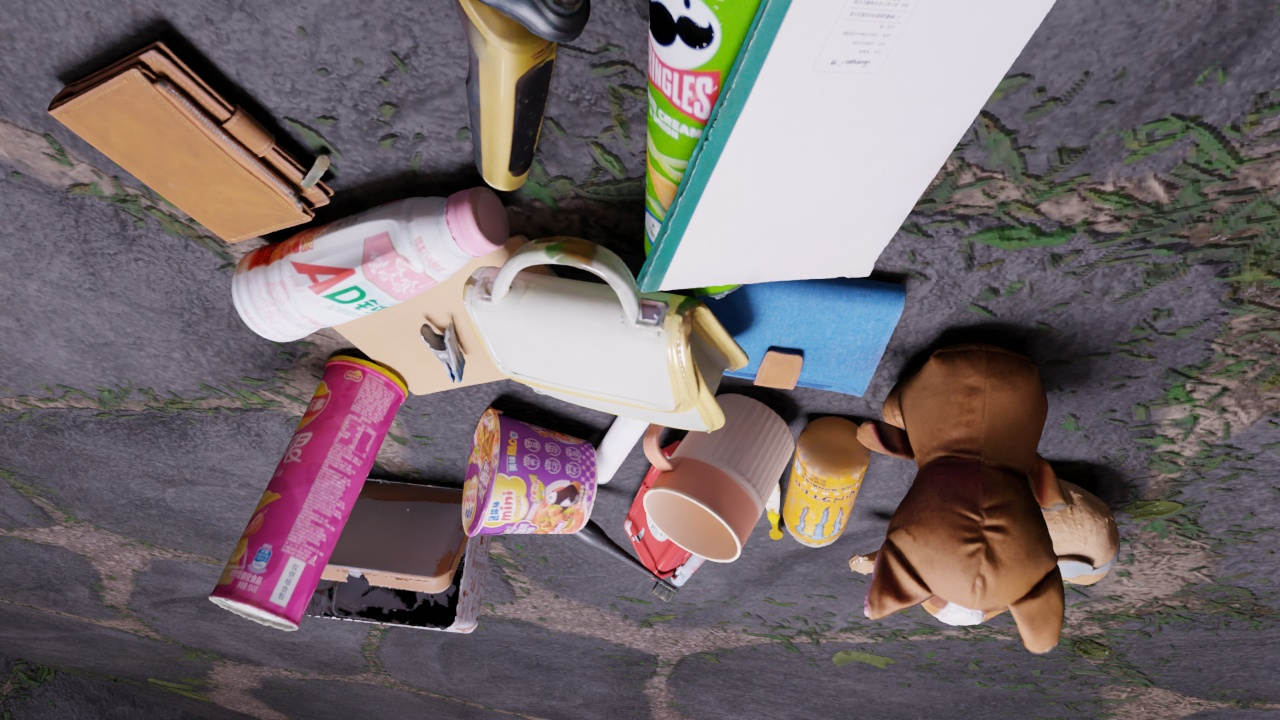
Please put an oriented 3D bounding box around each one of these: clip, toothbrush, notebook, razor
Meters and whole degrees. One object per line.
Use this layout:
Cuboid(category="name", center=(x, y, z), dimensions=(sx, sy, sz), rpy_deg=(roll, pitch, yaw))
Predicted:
Cuboid(category="clip", center=(-0.149, -0.007, 0.699), dimensions=(0.028, 0.024, 0.057), rpy_deg=(-4, 142, 13))
Cuboid(category="toothbrush", center=(-0.054, 0.165, 0.885), dimensions=(0.212, 0.027, 0.026), rpy_deg=(35, 172, 1))
Cuboid(category="notebook", center=(0.095, -0.107, 0.425), dimensions=(0.150, 0.012, 0.210), rpy_deg=(-7, 147, -26))
Cuboid(category="toothbrush", center=(-0.007, 0.050, 0.765), dimensions=(0.026, 0.026, 0.222), rpy_deg=(-7, 154, -23))
Cuboid(category="razor", center=(-0.062, -0.143, 0.457), dimensions=(0.067, 0.062, 0.168), rpy_deg=(39, 153, 9))
Cuboid(category="toothbrush", center=(0.123, 0.135, 0.851), dimensions=(0.016, 0.018, 0.191), rpy_deg=(-5, 153, 8))
Cuboid(category="notebook", center=(-0.135, -0.027, 0.695), dimensions=(0.208, 0.008, 0.148), rpy_deg=(-10, 143, 27))

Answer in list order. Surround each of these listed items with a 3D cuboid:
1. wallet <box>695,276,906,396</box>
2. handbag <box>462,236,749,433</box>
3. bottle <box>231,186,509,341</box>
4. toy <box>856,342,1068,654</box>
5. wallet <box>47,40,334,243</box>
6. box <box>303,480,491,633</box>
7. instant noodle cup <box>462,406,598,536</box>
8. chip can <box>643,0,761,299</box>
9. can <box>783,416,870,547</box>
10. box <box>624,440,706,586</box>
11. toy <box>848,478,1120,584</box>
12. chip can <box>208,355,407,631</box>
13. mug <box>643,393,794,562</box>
Cuboid(category="wallet", center=(0.100, -0.021, 0.621), dimensions=(0.133, 0.040, 0.107), rpy_deg=(9, 143, 1))
Cuboid(category="handbag", center=(-0.034, -0.019, 0.559), dimensions=(0.163, 0.063, 0.179), rpy_deg=(11, 160, 28))
Cuboid(category="bottle", center=(-0.175, -0.065, 0.596), dimensions=(0.197, 0.068, 0.068), rpy_deg=(-14, 141, 26))
Cuboid(category="toy", center=(0.215, 0.090, 0.613), dimensions=(0.140, 0.199, 0.131), rpy_deg=(3, 144, 11))
Cuboid(category="wallet", center=(-0.263, -0.124, 0.550), dimensions=(0.119, 0.035, 0.130), rpy_deg=(-11, 144, 28))
Cuboid(category="box", center=(-0.260, 0.196, 0.945), dimensions=(0.182, 0.150, 0.168), rpy_deg=(3, 164, 9))
Cuboid(category="instant noodle cup", center=(-0.096, 0.105, 0.806), dimensions=(0.099, 0.111, 0.112), rpy_deg=(12, 148, -19))
Cuboid(category="chip can", center=(0.037, -0.127, 0.440), dimensions=(0.072, 0.072, 0.236), rpy_deg=(7, 148, 4))
Cuboid(category="can", center=(0.156, 0.106, 0.783), dimensions=(0.058, 0.058, 0.146), rpy_deg=(5, 147, 7))
Cuboid(category="box", center=(0.059, 0.140, 0.862), dimensions=(0.099, 0.095, 0.202), rpy_deg=(-21, 157, -23))
Cuboid(category="toy", center=(0.291, 0.152, 0.800), dimensions=(0.226, 0.082, 0.143), rpy_deg=(-5, 137, 25))
Cuboid(category="chip can", center=(-0.261, 0.102, 0.732), dimensions=(0.071, 0.210, 0.071), rpy_deg=(15, 153, 8))
Cuboid(category="mug", center=(0.054, 0.079, 0.711), dimensions=(0.114, 0.105, 0.082), rpy_deg=(47, 147, -17))
